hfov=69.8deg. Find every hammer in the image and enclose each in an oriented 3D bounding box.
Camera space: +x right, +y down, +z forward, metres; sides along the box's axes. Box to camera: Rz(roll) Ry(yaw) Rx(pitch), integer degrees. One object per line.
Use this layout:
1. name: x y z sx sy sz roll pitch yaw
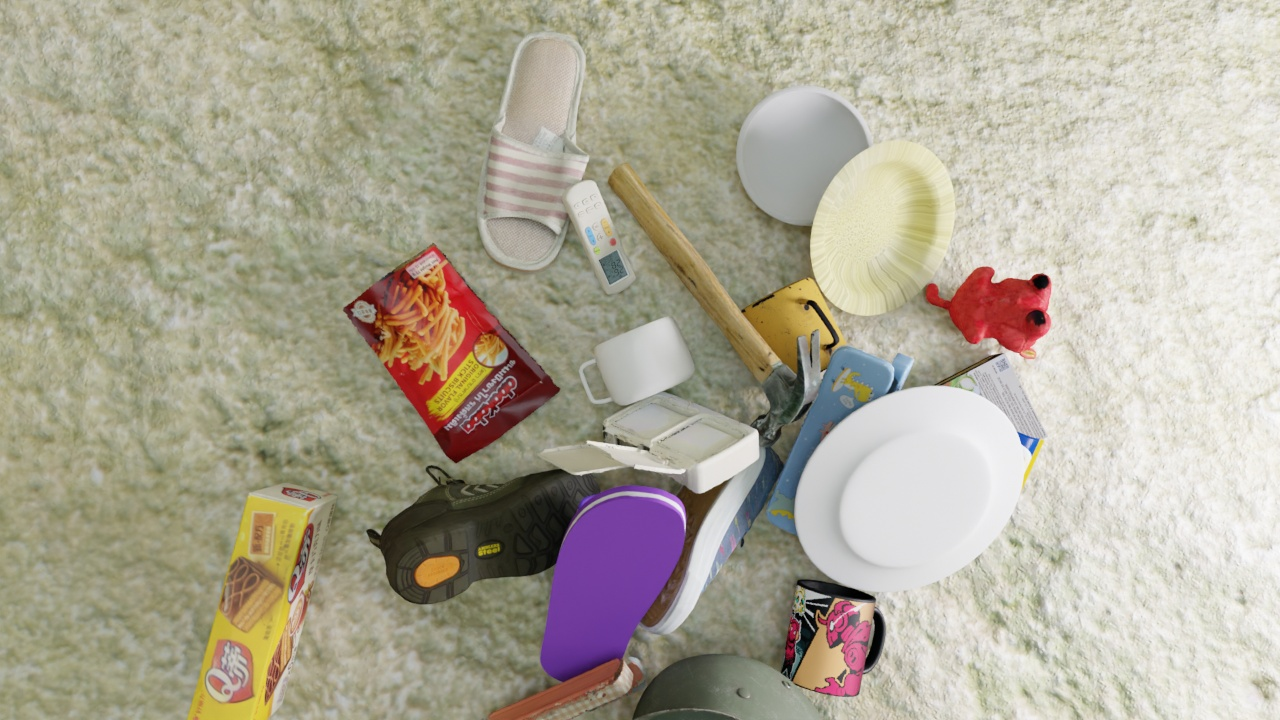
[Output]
1. hammer: 0.066 -0.077 0.935 0.033 0.133 0.330 -20 65 -36

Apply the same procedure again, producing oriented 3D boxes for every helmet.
1. helmet: 0.086 0.380 0.898 0.267 0.153 0.228 36 118 -19

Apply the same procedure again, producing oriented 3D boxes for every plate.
1. plate: 0.248 -0.142 0.974 0.184 0.036 0.184 -9 114 -22
2. plate: 0.274 0.138 0.922 0.242 0.016 0.243 -4 115 -8

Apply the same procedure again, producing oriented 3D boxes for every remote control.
1. remote control: -0.044 -0.130 0.972 0.038 0.018 0.126 -31 113 -17

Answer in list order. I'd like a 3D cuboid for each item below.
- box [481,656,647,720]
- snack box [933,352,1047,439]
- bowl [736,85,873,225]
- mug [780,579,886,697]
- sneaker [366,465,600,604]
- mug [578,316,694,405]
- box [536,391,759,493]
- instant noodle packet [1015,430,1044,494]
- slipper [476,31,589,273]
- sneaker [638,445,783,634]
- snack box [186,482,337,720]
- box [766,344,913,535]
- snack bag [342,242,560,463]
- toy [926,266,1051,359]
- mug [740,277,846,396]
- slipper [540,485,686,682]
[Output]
1. box: -0.082 0.352 0.925 0.187 0.056 0.071 -29 132 17
2. snack box: 0.330 0.079 0.993 0.186 0.031 0.101 -27 89 -3
3. bowl: 0.174 -0.217 0.994 0.149 0.043 0.149 0 90 -4
4. mug: 0.210 0.290 0.962 0.118 0.082 0.098 13 86 -29
5. sneaker: -0.167 0.165 0.946 0.237 0.143 0.101 -16 111 -34
6. mug: -0.006 0.006 0.953 0.115 0.094 0.068 -23 90 4
7. box: 0.010 0.082 0.890 0.187 0.144 0.058 -15 115 -43
8. instant noodle packet: 0.345 0.098 0.962 0.134 0.026 0.087 23 93 -2
9. slipper: -0.110 -0.226 0.979 0.115 0.052 0.263 9 87 -1
10. sneaker: 0.072 0.182 0.967 0.079 0.087 0.235 28 90 -35
11. snack box: -0.375 0.244 0.917 0.061 0.110 0.230 14 87 -3
12. box: 0.203 0.082 0.940 0.085 0.072 0.209 22 110 7
13. snack bag: -0.202 -0.008 0.975 0.138 0.067 0.208 -38 99 -9
14. toy: 0.372 -0.046 0.989 0.133 0.094 0.088 14 75 25
15. mug: 0.160 -0.029 0.946 0.100 0.124 0.094 -25 87 -23
16. slipper: -0.032 0.209 0.924 0.107 0.083 0.267 17 121 -3
